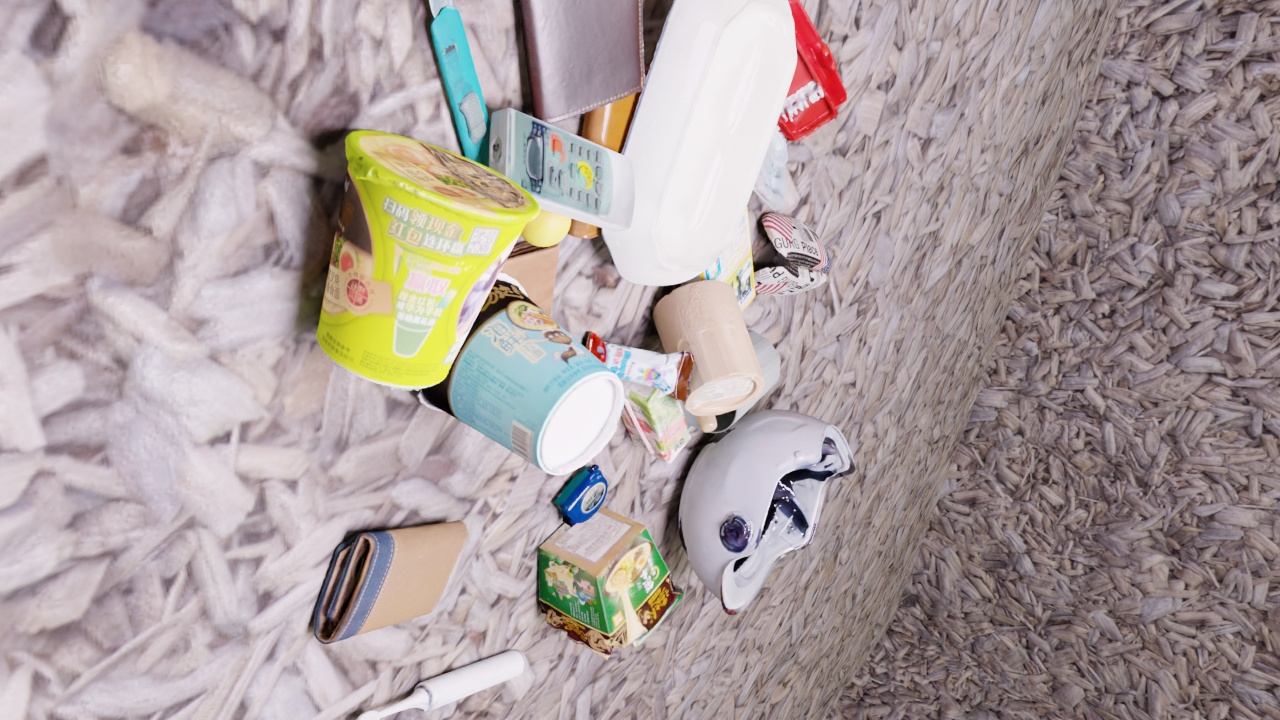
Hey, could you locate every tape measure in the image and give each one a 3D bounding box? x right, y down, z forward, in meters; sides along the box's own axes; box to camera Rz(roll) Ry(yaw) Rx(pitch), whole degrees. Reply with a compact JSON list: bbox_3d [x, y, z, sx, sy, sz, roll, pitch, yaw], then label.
[{"bbox_3d":[-0.058,0.133,0.899,0.058,0.025,0.054,-48,151,-20],"label":"tape measure"}]

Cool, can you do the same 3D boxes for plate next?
[{"bbox_3d":[0.058,-0.178,0.734,0.161,0.034,0.266,0,115,-51],"label":"plate"}]

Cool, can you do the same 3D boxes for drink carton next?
[{"bbox_3d":[0.009,0.051,0.914,0.045,0.053,0.123,-52,150,-21],"label":"drink carton"}]

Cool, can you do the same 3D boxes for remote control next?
[{"bbox_3d":[-0.050,-0.128,0.634,0.135,0.019,0.056,8,81,-53],"label":"remote control"}]

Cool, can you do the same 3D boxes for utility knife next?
[{"bbox_3d":[-0.109,-0.163,0.568,0.029,0.013,0.185,-50,150,-31],"label":"utility knife"}]

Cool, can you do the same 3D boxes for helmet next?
[{"bbox_3d":[0.133,0.166,1.129,0.228,0.146,0.259,9,114,-60],"label":"helmet"}]

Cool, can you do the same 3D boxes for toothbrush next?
[{"bbox_3d":[-0.177,0.298,0.832,0.026,0.026,0.220,-36,161,22],"label":"toothbrush"}]

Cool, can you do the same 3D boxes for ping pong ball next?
[{"bbox_3d":[-0.070,-0.102,0.658,0.040,0.040,0.040,-41,145,-37],"label":"ping pong ball"}]

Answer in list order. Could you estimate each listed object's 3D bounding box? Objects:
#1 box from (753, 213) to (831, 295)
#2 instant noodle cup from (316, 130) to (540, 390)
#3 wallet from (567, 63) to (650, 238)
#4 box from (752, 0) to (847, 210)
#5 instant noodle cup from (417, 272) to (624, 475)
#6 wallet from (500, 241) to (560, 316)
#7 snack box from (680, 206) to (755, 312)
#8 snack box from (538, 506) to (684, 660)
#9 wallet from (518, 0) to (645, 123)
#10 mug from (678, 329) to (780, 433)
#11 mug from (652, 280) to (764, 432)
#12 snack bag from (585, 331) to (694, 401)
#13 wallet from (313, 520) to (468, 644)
[{"bbox_3d":[0.168,-0.122,1.061,0.162,0.076,0.086,3,79,-57],"label":"box"},{"bbox_3d":[-0.132,-0.053,0.532,0.111,0.112,0.124,-9,129,-58],"label":"instant noodle cup"},{"bbox_3d":[-0.007,-0.167,0.727,0.118,0.035,0.131,-18,128,-46],"label":"wallet"},{"bbox_3d":[0.123,-0.238,0.862,0.158,0.069,0.201,-60,153,4],"label":"box"},{"bbox_3d":[-0.077,0.015,0.628,0.111,0.120,0.111,-35,143,-33],"label":"instant noodle cup"},{"bbox_3d":[-0.106,-0.033,0.680,0.115,0.020,0.101,-26,135,-46],"label":"wallet"},{"bbox_3d":[0.080,-0.087,0.942,0.086,0.034,0.140,-51,149,-23],"label":"snack box"},{"bbox_3d":[-0.037,0.211,0.922,0.117,0.118,0.106,-40,134,-38],"label":"snack box"},{"bbox_3d":[-0.036,-0.226,0.606,0.096,0.020,0.122,-28,135,-28],"label":"wallet"},{"bbox_3d":[0.086,0.031,1.019,0.103,0.083,0.124,-35,168,-45],"label":"mug"},{"bbox_3d":[0.062,0.000,0.889,0.084,0.103,0.125,-8,150,-14],"label":"mug"},{"bbox_3d":[-0.005,0.005,0.819,0.026,0.105,0.045,-149,-109,-83],"label":"snack bag"},{"bbox_3d":[-0.186,0.164,0.697,0.115,0.033,0.090,8,109,-62],"label":"wallet"}]
